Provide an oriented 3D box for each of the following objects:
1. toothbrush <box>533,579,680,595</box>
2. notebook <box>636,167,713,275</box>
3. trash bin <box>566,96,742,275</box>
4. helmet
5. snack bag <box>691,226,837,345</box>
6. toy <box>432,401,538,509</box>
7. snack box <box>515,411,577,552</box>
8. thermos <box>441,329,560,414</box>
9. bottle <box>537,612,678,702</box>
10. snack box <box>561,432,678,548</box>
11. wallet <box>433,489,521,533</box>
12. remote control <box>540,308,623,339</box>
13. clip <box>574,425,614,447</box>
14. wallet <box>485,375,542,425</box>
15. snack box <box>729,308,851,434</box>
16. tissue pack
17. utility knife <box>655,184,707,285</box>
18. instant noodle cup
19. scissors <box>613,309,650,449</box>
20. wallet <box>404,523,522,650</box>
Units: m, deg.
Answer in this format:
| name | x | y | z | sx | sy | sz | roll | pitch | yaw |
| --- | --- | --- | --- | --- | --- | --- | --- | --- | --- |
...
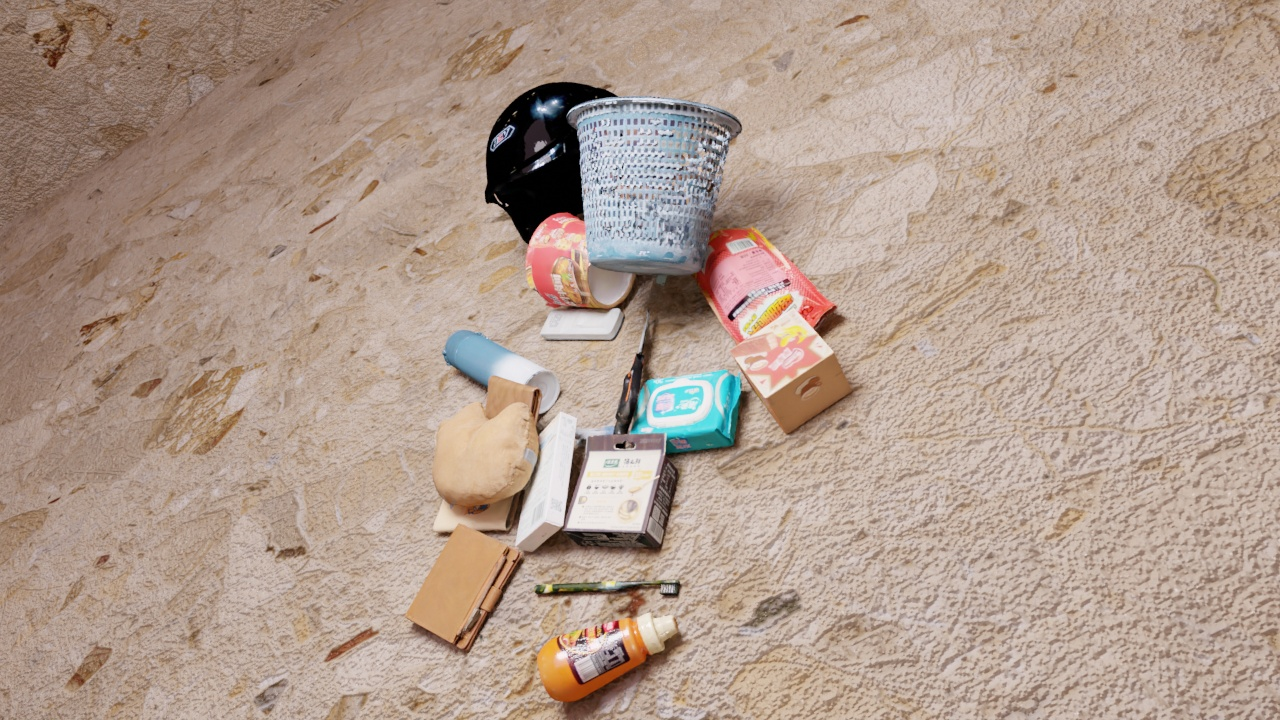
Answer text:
| name | x | y | z | sx | sy | sz | roll | pitch | yaw |
| --- | --- | --- | --- | --- | --- | --- | --- | --- | --- |
| toothbrush | -0.041 | 0.257 | 1.031 | 0.186 | 0.012 | 0.017 | -9 | 60 | 26 |
| notebook | 0.009 | -0.218 | 1.398 | 0.148 | 0.008 | 0.207 | 14 | 64 | 46 |
| trash bin | 0.011 | -0.214 | 1.186 | 0.227 | 0.226 | 0.195 | 4 | 90 | 35 |
| helmet | -0.118 | -0.306 | 1.387 | 0.234 | 0.274 | 0.230 | -23 | 78 | 39 |
| snack bag | 0.149 | -0.088 | 1.179 | 0.128 | 0.073 | 0.207 | -36 | 48 | 4 |
| toy | -0.222 | 0.122 | 1.185 | 0.226 | 0.082 | 0.143 | -2 | 57 | 44 |
| snack box | -0.115 | 0.149 | 1.132 | 0.085 | 0.027 | 0.156 | -45 | 29 | 44 |
| thermos | -0.204 | 0.010 | 1.312 | 0.221 | 0.070 | 0.070 | 26 | 69 | 44 |
| bottle | -0.031 | 0.301 | 0.955 | 0.149 | 0.067 | 0.066 | -24 | 44 | 3 |
| snack box | -0.022 | 0.153 | 1.079 | 0.113 | 0.053 | 0.125 | -4 | 51 | 30 |
| wallet | -0.210 | 0.183 | 1.195 | 0.115 | 0.024 | 0.087 | -8 | 48 | 28 |
| remote control | -0.085 | -0.054 | 1.321 | 0.125 | 0.024 | 0.048 | 0 | 53 | 33 |
| clip | -0.060 | 0.096 | 1.179 | 0.056 | 0.026 | 0.024 | -8 | 50 | 14 |
| wallet | -0.174 | 0.084 | 1.213 | 0.101 | 0.020 | 0.115 | 12 | 94 | 46 |
| snack box | 0.173 | 0.011 | 1.061 | 0.093 | 0.077 | 0.094 | -34 | 43 | 2 |
| tissue pack | 0.059 | 0.062 | 1.109 | 0.134 | 0.050 | 0.093 | -9 | 48 | 25 |
| utility knife | 0.058 | -0.187 | 1.353 | 0.034 | 0.018 | 0.202 | -1 | 54 | 31 |
| instant noodle cup | -0.078 | -0.138 | 1.309 | 0.109 | 0.138 | 0.137 | 14 | 62 | 37 |
| scissors | -0.012 | 0.024 | 1.193 | 0.021 | 0.161 | 0.233 | 14 | 18 | -2 |
| wallet | -0.215 | 0.272 | 1.112 | 0.108 | 0.031 | 0.131 | 13 | 66 | 35 |
